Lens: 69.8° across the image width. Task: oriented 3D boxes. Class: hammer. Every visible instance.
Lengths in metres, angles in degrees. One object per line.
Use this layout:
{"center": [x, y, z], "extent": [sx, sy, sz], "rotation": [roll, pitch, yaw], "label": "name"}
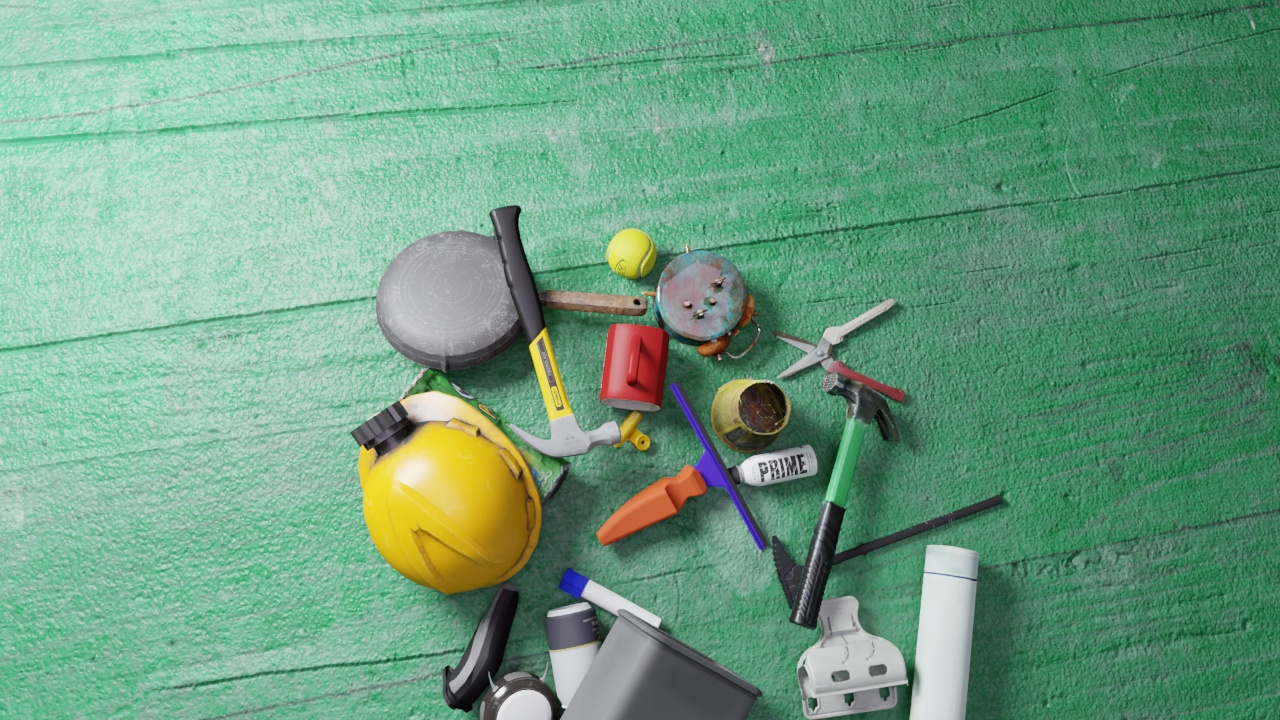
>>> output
{"center": [-0.128, -0.036, 1.131], "extent": [0.127, 0.029, 0.323], "rotation": [-16, 85, -13], "label": "hammer"}
{"center": [0.330, 0.228, 1.211], "extent": [0.324, 0.015, 0.095], "rotation": [-17, 81, -10], "label": "hammer"}
{"center": [0.250, 0.184, 1.174], "extent": [0.130, 0.032, 0.318], "rotation": [26, 75, -25], "label": "hammer"}

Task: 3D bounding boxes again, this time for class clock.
{"center": [0.090, -0.070, 1.212], "extent": [0.157, 0.073, 0.121], "rotation": [41, 78, 2], "label": "clock"}
{"center": [-0.143, 0.427, 1.095], "extent": [0.091, 0.044, 0.123], "rotation": [-2, 90, -23], "label": "clock"}

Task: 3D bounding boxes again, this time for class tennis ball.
{"center": [-0.011, -0.141, 1.218], "extent": [0.065, 0.065, 0.065], "rotation": [1, 79, -6], "label": "tennis ball"}

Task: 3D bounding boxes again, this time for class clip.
{"center": [-0.011, 0.097, 1.198], "extent": [0.046, 0.048, 0.054], "rotation": [24, 72, 42], "label": "clip"}
{"center": [0.261, 0.371, 1.145], "extent": [0.126, 0.110, 0.150], "rotation": [-5, 90, -10], "label": "clip"}

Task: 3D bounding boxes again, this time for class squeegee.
{"center": [0.026, 0.178, 1.167], "extent": [0.184, 0.055, 0.249], "rotation": [-31, 101, -11], "label": "squeegee"}

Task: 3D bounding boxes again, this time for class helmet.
{"center": [-0.238, 0.171, 1.063], "extent": [0.205, 0.131, 0.255], "rotation": [-33, 95, 11], "label": "helmet"}

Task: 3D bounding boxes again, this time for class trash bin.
{"center": [0.006, 0.434, 1.063], "extent": [0.191, 0.098, 0.219], "rotation": [37, 77, -27], "label": "trash bin"}

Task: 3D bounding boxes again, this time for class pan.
{"center": [-0.162, -0.083, 1.175], "extent": [0.357, 0.040, 0.207], "rotation": [2, 63, -1], "label": "pan"}

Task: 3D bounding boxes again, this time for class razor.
{"center": [-0.188, 0.346, 1.116], "extent": [0.060, 0.057, 0.156], "rotation": [25, 76, 32], "label": "razor"}

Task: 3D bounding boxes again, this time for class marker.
{"center": [-0.038, 0.304, 1.150], "extent": [0.133, 0.023, 0.027], "rotation": [29, 36, 0], "label": "marker"}

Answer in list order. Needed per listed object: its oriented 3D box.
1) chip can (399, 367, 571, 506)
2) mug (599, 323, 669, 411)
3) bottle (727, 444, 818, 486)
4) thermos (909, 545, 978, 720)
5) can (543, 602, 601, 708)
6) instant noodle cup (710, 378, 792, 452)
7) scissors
{"center": [-0.195, 0.098, 1.149], "extent": [0.223, 0.075, 0.075], "rotation": [33, 77, 1], "label": "chip can"}
{"center": [-0.007, 0.007, 1.164], "extent": [0.080, 0.116, 0.096], "rotation": [7, 79, 0], "label": "mug"}
{"center": [0.170, 0.140, 1.196], "extent": [0.116, 0.041, 0.041], "rotation": [-11, 80, -8], "label": "bottle"}
{"center": [0.387, 0.352, 1.166], "extent": [0.068, 0.068, 0.230], "rotation": [11, 79, -4], "label": "thermos"}
{"center": [-0.076, 0.364, 1.115], "extent": [0.064, 0.064, 0.127], "rotation": [-10, 80, -8], "label": "can"}
{"center": [0.146, 0.065, 1.173], "extent": [0.102, 0.108, 0.102], "rotation": [1, 81, -5], "label": "instant noodle cup"}
{"center": [0.284, -0.020, 1.253], "extent": [0.199, 0.015, 0.179], "rotation": [29, 79, 1], "label": "scissors"}
